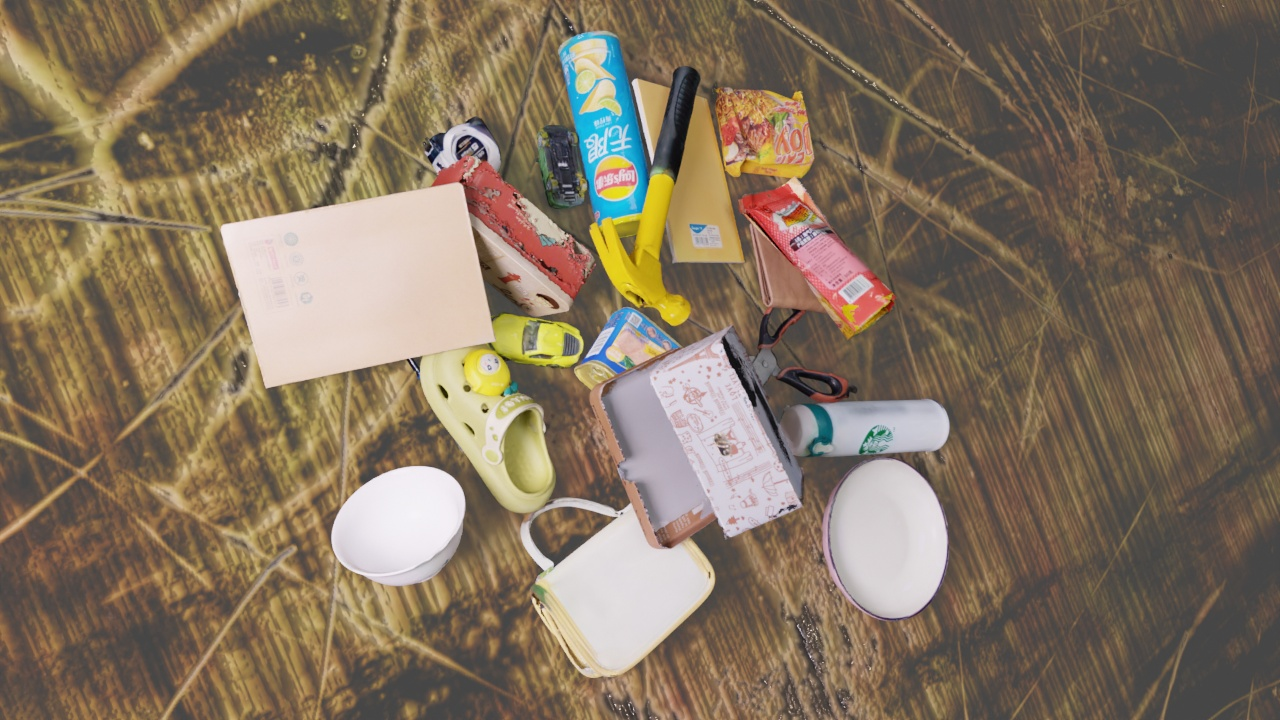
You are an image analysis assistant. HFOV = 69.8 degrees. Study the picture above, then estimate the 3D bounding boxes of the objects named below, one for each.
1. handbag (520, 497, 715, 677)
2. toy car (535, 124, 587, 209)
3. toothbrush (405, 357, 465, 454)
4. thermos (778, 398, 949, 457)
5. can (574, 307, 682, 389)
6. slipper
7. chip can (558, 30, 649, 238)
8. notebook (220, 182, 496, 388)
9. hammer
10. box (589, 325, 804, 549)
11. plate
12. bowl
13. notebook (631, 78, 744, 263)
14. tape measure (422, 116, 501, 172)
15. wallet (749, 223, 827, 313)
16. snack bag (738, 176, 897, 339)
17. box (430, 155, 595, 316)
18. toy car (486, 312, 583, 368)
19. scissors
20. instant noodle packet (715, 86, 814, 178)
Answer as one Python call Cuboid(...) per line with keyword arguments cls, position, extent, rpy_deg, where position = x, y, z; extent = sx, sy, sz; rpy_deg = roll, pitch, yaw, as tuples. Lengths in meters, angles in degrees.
Cuboid(cls="handbag", position=(-0.035, 0.206, 0.921), extent=(0.163, 0.063, 0.178), rpy_deg=(-34, 83, -30))
Cuboid(cls="toy car", position=(-0.087, -0.205, 0.977), extent=(0.043, 0.036, 0.091), rpy_deg=(-7, 85, -29))
Cuboid(cls="toothbrush", position=(-0.214, 0.012, 0.878), extent=(0.016, 0.014, 0.189), rpy_deg=(-35, 98, -13))
Cuboid(cls="thermos", position=(0.266, 0.082, 1.097), extent=(0.223, 0.073, 0.073), rpy_deg=(0, 80, -29))
Cuboid(cls="can", position=(-0.006, 0.006, 0.970), extent=(0.102, 0.057, 0.083), rpy_deg=(40, 61, -17))
Cuboid(cls="slipper", position=(-0.128, 0.053, 0.871), extent=(0.091, 0.082, 0.190), rpy_deg=(-37, 101, -51))
Cuboid(cls="chip can", position=(-0.034, -0.243, 0.994), extent=(0.071, 0.071, 0.210), rpy_deg=(-9, 85, -30))
Cuboid(cls="notebook", position=(-0.245, -0.066, 0.812), extent=(0.207, 0.008, 0.148), rpy_deg=(-12, 105, -8))
Cuboid(cls="hammer", position=(0.023, -0.190, 0.960), extent=(0.128, 0.033, 0.300), rpy_deg=(34, 56, -35))
Cuboid(cls="box", position=(0.049, 0.078, 0.904), extent=(0.166, 0.150, 0.182), rpy_deg=(-25, 93, 12))
Cuboid(cls="plate", position=(0.289, 0.213, 1.102), extent=(0.192, 0.039, 0.192), rpy_deg=(6, 77, -28))
Cuboid(cls="bowl", position=(-0.205, 0.159, 0.816), extent=(0.118, 0.118, 0.065), rpy_deg=(-42, 140, -29))
Cuboid(cls="notebook", position=(0.058, -0.211, 1.044), extent=(0.145, 0.010, 0.206), rpy_deg=(-8, 84, -53))
Cuboid(cls="tape measure", position=(-0.177, -0.205, 0.930), extent=(0.065, 0.034, 0.066), rpy_deg=(-32, 94, -28))
Cuboid(cls="wallet", position=(0.183, -0.112, 1.109), extent=(0.101, 0.020, 0.115), rpy_deg=(4, 65, -30))
Cuboid(cls="snack bag", position=(0.210, -0.126, 1.084), extent=(0.128, 0.073, 0.208), rpy_deg=(-27, 75, -45))
Cuboid(cls="box", position=(-0.128, -0.124, 0.896), extent=(0.168, 0.091, 0.078), rpy_deg=(39, 65, -28))
Cuboid(cls="toy car", position=(-0.108, -0.021, 0.933), extent=(0.105, 0.032, 0.048), rpy_deg=(9, 77, -26))
Cuboid(cls="scissors", position=(0.154, -0.003, 1.049), extent=(0.225, 0.015, 0.188), rpy_deg=(11, 55, -24))
Cuboid(cls="instant noodle packet", position=(0.155, -0.280, 1.124), extent=(0.128, 0.044, 0.110), rpy_deg=(-6, 87, -30))
